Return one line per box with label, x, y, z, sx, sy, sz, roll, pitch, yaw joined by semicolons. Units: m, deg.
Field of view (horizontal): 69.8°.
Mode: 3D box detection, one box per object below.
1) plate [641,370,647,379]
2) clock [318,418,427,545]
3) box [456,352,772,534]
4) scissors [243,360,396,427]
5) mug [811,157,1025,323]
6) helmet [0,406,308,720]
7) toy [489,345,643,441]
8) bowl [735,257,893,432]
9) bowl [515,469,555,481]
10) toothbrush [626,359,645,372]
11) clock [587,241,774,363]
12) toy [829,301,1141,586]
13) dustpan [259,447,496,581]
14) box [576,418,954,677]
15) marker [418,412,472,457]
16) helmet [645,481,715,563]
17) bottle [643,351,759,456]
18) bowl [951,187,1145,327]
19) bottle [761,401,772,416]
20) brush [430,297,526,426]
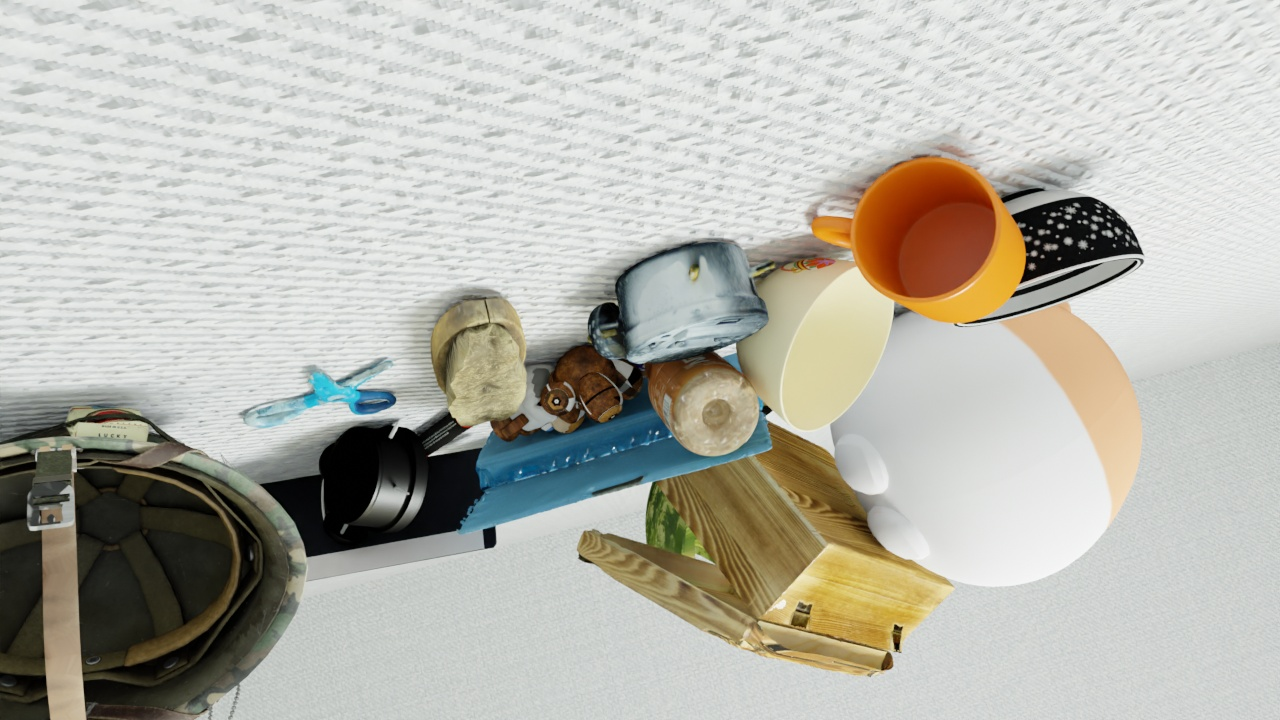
plate;-0.019;0.034;0.847;0.131;0.025;0.131;-14;168;-3
clock;-0.228;0.101;0.758;0.121;0.091;0.042;-28;152;33
box;-0.017;0.060;0.697;0.232;0.033;0.174;-17;-163;7
scissors;-0.202;0.024;0.631;0.138;0.012;0.127;-25;163;33
mug;0.154;-0.067;0.524;0.113;0.077;0.095;10;-179;30
helmet;-0.308;0.127;0.515;0.224;0.193;0.236;1;-169;-11
toy;-0.062;0.028;0.692;0.113;0.067;0.087;-35;-176;26
bowl;0.104;-0.021;0.618;0.117;0.118;0.074;-1;-156;-47
bowl;-0.125;0.111;0.982;0.117;0.061;0.117;-14;167;-3
toothbrush;-0.005;0.004;0.759;0.187;0.016;0.015;-22;168;29
clock;0.022;-0.028;0.563;0.090;0.052;0.130;-6;164;-36
toy;0.319;0.063;0.852;0.280;0.263;0.266;-30;-175;-16
dustpan;-0.257;0.152;0.870;0.236;0.080;0.273;-9;-155;-9
box;0.129;0.212;0.923;0.221;0.258;0.279;-51;137;10
marker;-0.180;0.067;0.819;0.023;0.021;0.145;-15;170;-38
helmet;0.119;0.197;1.239;0.213;0.247;0.243;12;-159;-16
bottle;0.032;0.015;0.646;0.059;0.059;0.167;-13;-165;-8
bowl;0.252;-0.073;0.597;0.120;0.066;0.120;-14;168;-3
bottle;0.128;0.035;0.975;0.045;0.045;0.185;-12;167;-12
brush;-0.102;0.006;0.587;0.059;0.043;0.196;-12;166;-14
